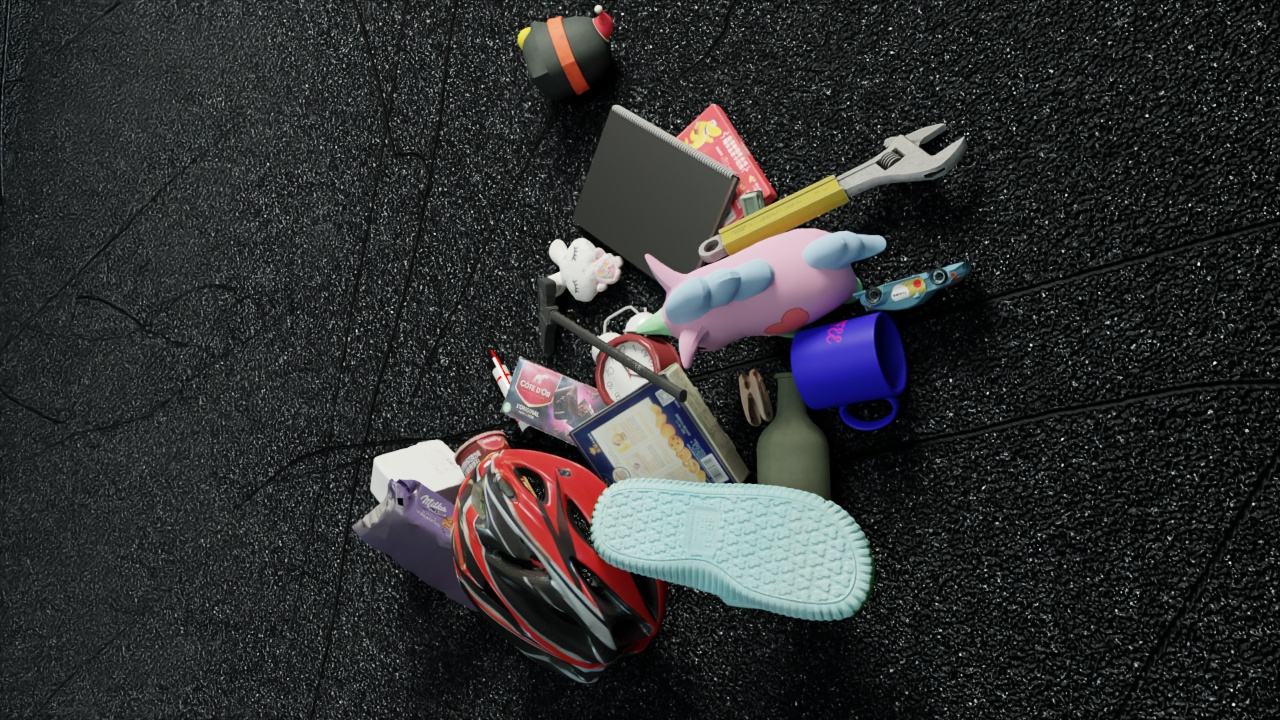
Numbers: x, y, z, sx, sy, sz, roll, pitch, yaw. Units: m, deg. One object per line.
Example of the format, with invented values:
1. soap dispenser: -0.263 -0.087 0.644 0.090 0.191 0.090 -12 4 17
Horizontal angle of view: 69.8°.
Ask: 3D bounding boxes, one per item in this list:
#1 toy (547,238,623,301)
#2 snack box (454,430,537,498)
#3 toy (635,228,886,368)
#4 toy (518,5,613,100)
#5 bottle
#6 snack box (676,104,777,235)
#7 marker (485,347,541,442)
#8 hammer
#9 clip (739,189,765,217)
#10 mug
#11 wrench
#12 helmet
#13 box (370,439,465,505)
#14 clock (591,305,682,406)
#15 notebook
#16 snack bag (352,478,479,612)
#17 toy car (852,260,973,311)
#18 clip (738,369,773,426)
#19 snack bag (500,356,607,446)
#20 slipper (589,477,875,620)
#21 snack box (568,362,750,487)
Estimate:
1. toy: -0.072 -0.109 1.105 0.126 0.037 0.076 9 99 43
2. snack box: -0.173 0.156 1.136 0.072 0.072 0.121 -45 63 24
3. toy: 0.118 -0.071 0.883 0.223 0.170 0.120 -29 70 30
4. toy: -0.082 -0.369 1.105 0.119 0.099 0.097 -21 118 9
5. bottle: 0.151 0.116 0.904 0.072 0.071 0.206 -5 83 35
6. snack box: 0.083 -0.204 1.012 0.089 0.021 0.133 -39 65 27
7. marker: -0.166 0.040 1.172 0.019 0.019 0.145 -43 63 25
8. hammer: -0.040 -0.008 1.003 0.325 0.015 0.095 31 126 55
9. clip: 0.123 -0.139 0.959 0.023 0.047 0.076 -7 106 25
10. mug: 0.205 0.016 0.878 0.084 0.079 0.111 -14 106 34
11. wrench: 0.180 -0.158 0.898 0.274 0.018 0.083 -25 39 18
12. helmet: -0.098 0.216 0.986 0.272 0.166 0.218 39 133 13
13. box: -0.290 0.190 1.204 0.103 0.109 0.130 38 126 31
14. clock: -0.006 0.006 1.042 0.096 0.048 0.137 -29 71 30
15. notebook: 0.011 -0.184 1.046 0.207 0.016 0.149 39 118 35
16. snack bag: -0.241 0.229 1.117 0.097 0.205 0.058 -44 19 27
17. toy car: 0.256 -0.065 0.853 0.108 0.060 0.027 -16 88 33
18. clip: 0.118 0.041 0.964 0.047 0.025 0.062 9 89 37
19. snack bag: -0.100 0.054 1.114 0.155 0.018 0.074 20 91 30
20. slipper: 0.083 0.171 0.863 0.277 0.069 0.116 6 79 23
21. snack box: 0.019 0.099 0.987 0.145 0.042 0.144 -32 92 30
